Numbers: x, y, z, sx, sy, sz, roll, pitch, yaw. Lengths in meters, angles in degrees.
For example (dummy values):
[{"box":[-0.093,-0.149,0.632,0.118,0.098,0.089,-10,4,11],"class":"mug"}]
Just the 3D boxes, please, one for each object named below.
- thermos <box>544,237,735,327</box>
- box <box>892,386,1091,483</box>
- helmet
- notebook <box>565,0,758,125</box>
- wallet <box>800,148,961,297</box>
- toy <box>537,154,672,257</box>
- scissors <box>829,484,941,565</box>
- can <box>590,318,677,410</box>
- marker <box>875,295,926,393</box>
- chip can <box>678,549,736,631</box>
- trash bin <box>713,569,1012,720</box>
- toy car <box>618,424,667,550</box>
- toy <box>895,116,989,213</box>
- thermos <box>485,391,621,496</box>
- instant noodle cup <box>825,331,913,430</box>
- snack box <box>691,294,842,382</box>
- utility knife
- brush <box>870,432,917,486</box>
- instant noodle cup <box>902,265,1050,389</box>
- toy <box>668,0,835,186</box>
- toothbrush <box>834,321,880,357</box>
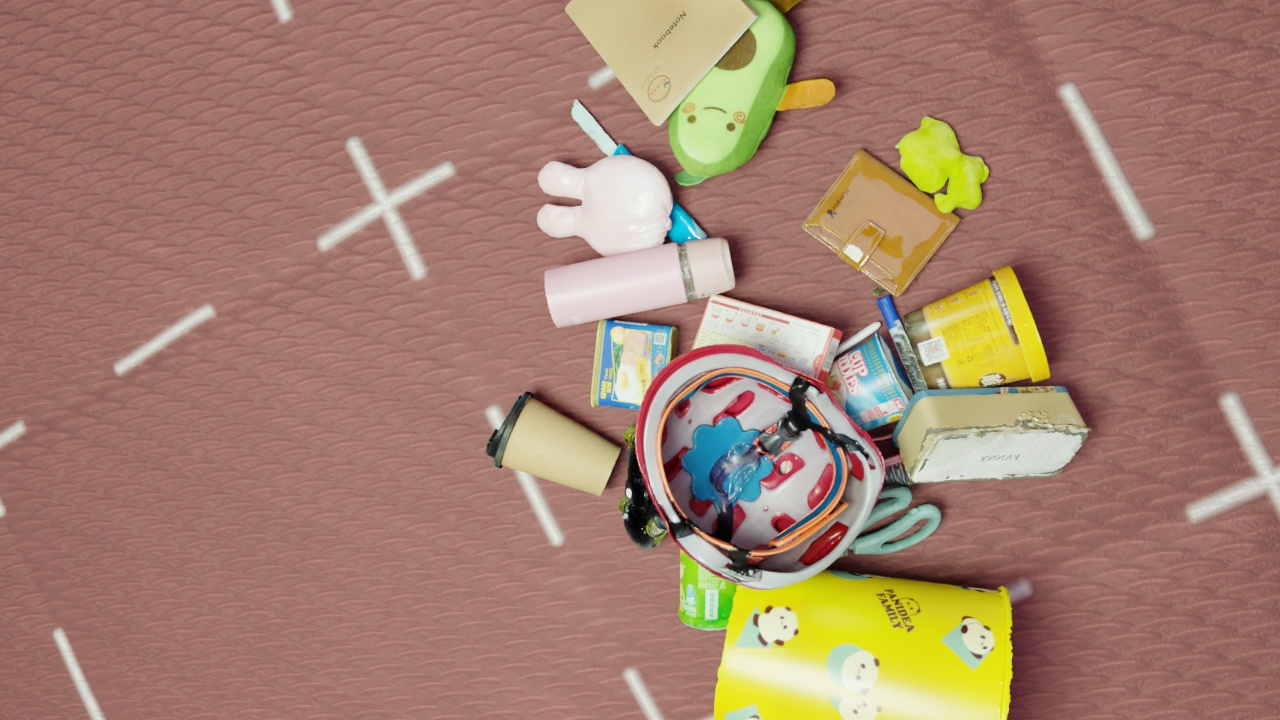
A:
[{"box":[0.002,-0.083,0.991,0.199,0.087,0.067,-12,76,5],"class":"thermos"},{"box":[0.340,0.074,0.910,0.184,0.060,0.090,2,138,-10],"class":"box"},{"box":[0.096,0.102,0.899,0.206,0.144,0.240,-44,89,-13],"class":"helmet"},{"box":[0.015,-0.366,0.967,0.148,0.008,0.207,-44,62,22],"class":"notebook"},{"box":[0.250,-0.140,0.975,0.130,0.035,0.119,37,93,7],"class":"wallet"},{"box":[-0.040,-0.170,1.012,0.159,0.054,0.121,15,118,17],"class":"toy"},{"box":[0.224,0.182,0.974,0.180,0.019,0.143,-29,131,22],"class":"scissors"},{"box":[-0.006,0.006,1.022,0.083,0.057,0.102,7,94,9],"class":"can"},{"box":[0.287,-0.001,0.982,0.017,0.017,0.146,-23,89,12],"class":"marker"},{"box":[0.078,0.183,1.008,0.073,0.072,0.221,1,93,11],"class":"chip can"},{"box":[0.219,0.315,0.919,0.255,0.229,0.229,9,95,16],"class":"trash bin"},{"box":[0.011,0.135,1.016,0.070,0.042,0.158,33,121,51],"class":"toy car"},{"box":[0.313,-0.202,0.954,0.100,0.031,0.096,18,79,1],"class":"toy"},{"box":[-0.098,0.098,1.034,0.143,0.093,0.093,24,98,0],"class":"thermos"},{"box":[0.221,0.038,0.963,0.110,0.099,0.099,-28,88,19],"class":"instant noodle cup"},{"box":[0.129,-0.016,0.971,0.156,0.027,0.077,20,93,37],"class":"snack box"},{"box":[-0.007,-0.208,1.027,0.034,0.018,0.218,-43,85,24],"class":"utility knife"},{"box":[0.236,0.115,0.977,0.146,0.063,0.069,-21,79,11],"class":"brush"},{"box":[0.335,-0.021,0.925,0.115,0.118,0.118,-20,89,19],"class":"instant noodle cup"},{"box":[0.094,-0.305,0.966,0.227,0.090,0.247,14,92,20],"class":"toy"},{"box":[0.187,0.013,1.004,0.180,0.016,0.016,-36,94,12],"class":"toothbrush"}]
